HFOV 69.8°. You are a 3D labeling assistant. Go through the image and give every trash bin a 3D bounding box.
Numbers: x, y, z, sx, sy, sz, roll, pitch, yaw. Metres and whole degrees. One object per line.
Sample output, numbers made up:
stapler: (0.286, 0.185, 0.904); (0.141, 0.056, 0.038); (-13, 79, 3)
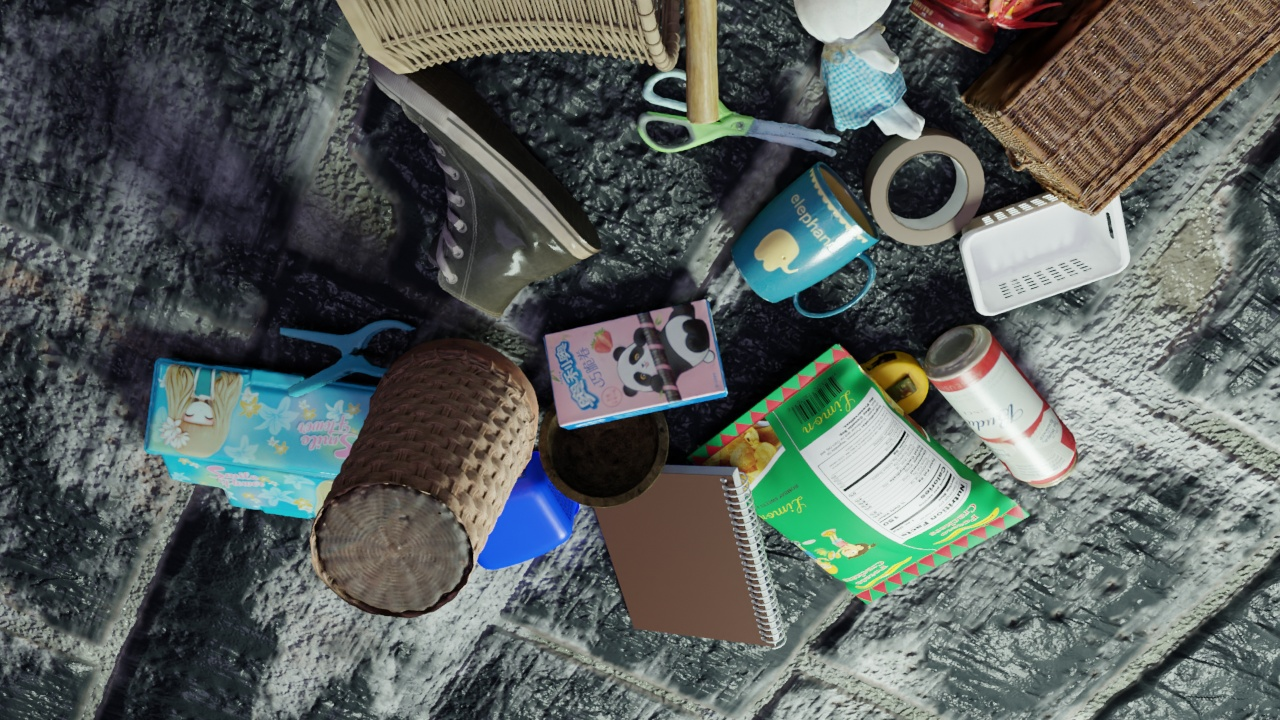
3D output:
trash bin: (-0.169, 0.090, 0.750); (0.151, 0.209, 0.151); (1, 115, 1)

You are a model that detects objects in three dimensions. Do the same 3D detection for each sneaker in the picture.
sneaker: (-0.153, -0.145, 0.755); (0.120, 0.095, 0.235); (-37, 117, 17)

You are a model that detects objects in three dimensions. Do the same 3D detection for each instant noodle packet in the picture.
instant noodle packet: (0.200, 0.118, 0.864); (0.252, 0.090, 0.196); (40, 124, -13)

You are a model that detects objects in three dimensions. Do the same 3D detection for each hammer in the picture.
hammer: (0.038, -0.332, 0.628); (0.033, 0.132, 0.331); (-2, 115, 5)

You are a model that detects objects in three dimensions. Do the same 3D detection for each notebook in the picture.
notebook: (0.045, 0.194, 0.916); (0.172, 0.022, 0.209); (-1, 118, 28)

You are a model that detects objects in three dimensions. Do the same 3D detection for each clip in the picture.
clip: (-0.267, -0.021, 0.842); (0.127, 0.028, 0.113); (1, 92, -3)

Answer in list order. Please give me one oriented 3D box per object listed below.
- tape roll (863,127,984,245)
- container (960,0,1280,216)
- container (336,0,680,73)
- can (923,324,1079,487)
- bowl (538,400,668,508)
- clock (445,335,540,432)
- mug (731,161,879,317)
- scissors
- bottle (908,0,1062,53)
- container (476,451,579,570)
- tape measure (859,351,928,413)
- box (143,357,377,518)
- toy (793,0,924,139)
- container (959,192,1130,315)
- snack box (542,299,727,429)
tape roll: (0.238, -0.146, 0.774); (0.094, 0.030, 0.094); (1, 116, 1)
container: (0.357, -0.222, 0.690); (0.112, 0.113, 0.199); (38, 110, -12)
container: (-0.086, -0.299, 0.609); (0.196, 0.226, 0.227); (-4, 116, 10)
can: (0.333, 0.043, 0.845); (0.067, 0.067, 0.170); (-39, 110, 18)
bowl: (-0.030, 0.079, 0.864); (0.121, 0.056, 0.121); (-2, 78, 9)
clock: (-0.155, 0.042, 0.867); (0.124, 0.044, 0.087); (39, 111, -16)
mug: (0.142, -0.090, 0.769); (0.104, 0.084, 0.112); (-37, 85, 26)
scissors: (0.083, -0.192, 0.767); (0.175, 0.033, 0.072); (14, 112, -2)
bottle: (0.261, -0.288, 0.670); (0.099, 0.098, 0.111); (24, 119, -10)
container: (-0.126, 0.153, 0.913); (0.114, 0.058, 0.096); (-23, 113, 12)
tape measure: (0.238, 0.023, 0.858); (0.059, 0.030, 0.068); (-35, 111, 19)
box: (-0.351, 0.092, 0.886); (0.227, 0.073, 0.181); (8, 115, -3)
toy: (0.164, -0.252, 0.694); (0.106, 0.131, 0.205); (-46, 114, 4)
container: (0.338, -0.100, 0.784); (0.129, 0.049, 0.081); (-19, 114, 10)
snack box: (-0.005, 0.005, 0.828); (0.154, 0.033, 0.088); (-12, 77, 7)
